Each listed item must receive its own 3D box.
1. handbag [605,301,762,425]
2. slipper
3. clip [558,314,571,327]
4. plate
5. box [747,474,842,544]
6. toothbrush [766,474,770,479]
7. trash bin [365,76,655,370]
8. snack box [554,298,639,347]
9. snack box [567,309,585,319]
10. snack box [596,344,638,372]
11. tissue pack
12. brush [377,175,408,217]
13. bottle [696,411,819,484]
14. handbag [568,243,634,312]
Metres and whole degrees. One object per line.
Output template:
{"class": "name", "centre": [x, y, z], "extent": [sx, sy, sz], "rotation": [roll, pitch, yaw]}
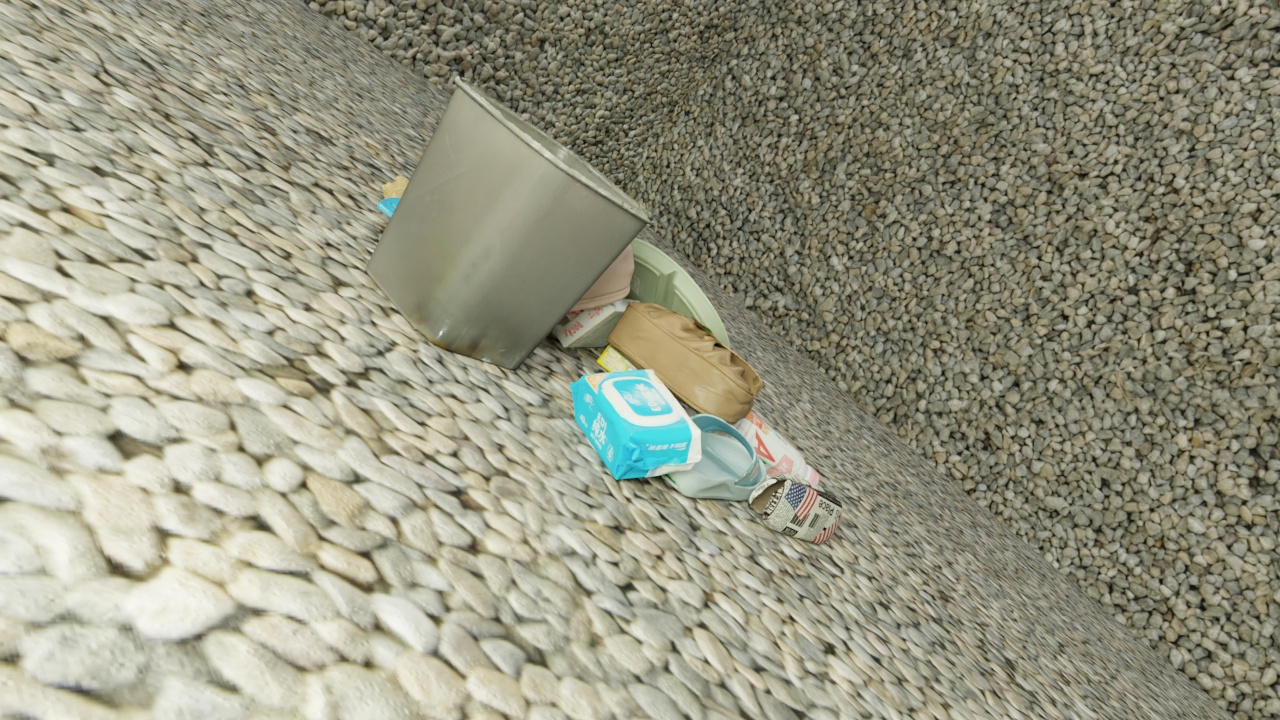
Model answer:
{"class": "handbag", "centre": [0.062, -0.001, 1.171], "extent": [0.204, 0.100, 0.147], "rotation": [38, 7, 27]}
{"class": "slipper", "centre": [0.081, 0.104, 1.048], "extent": [0.104, 0.074, 0.245], "rotation": [41, 13, 24]}
{"class": "clip", "centre": [-0.139, -0.081, 1.249], "extent": [0.076, 0.034, 0.103], "rotation": [26, 23, -51]}
{"class": "plate", "centre": [0.036, -0.073, 1.291], "extent": [0.230, 0.027, 0.230], "rotation": [42, -19, 18]}
{"class": "box", "centre": [0.200, 0.183, 1.109], "extent": [0.163, 0.075, 0.076], "rotation": [29, 19, -46]}
{"class": "toothbrush", "centre": [0.183, 0.167, 1.247], "extent": [0.189, 0.029, 0.020], "rotation": [30, -29, -26]}
{"class": "trash bin", "centre": [-0.141, -0.128, 0.938], "extent": [0.199, 0.220, 0.198], "rotation": [44, 14, 33]}
{"class": "snack box", "centre": [-0.050, -0.051, 1.245], "extent": [0.027, 0.085, 0.156], "rotation": [57, 15, 9]}
{"class": "snack box", "centre": [-0.129, -0.117, 1.299], "extent": [0.156, 0.077, 0.027], "rotation": [38, 11, 6]}
{"class": "snack box", "centre": [-0.008, 0.007, 1.280], "extent": [0.087, 0.034, 0.140], "rotation": [38, 13, 2]}
{"class": "tissue pack", "centre": [-0.006, 0.060, 0.919], "extent": [0.089, 0.063, 0.140], "rotation": [-4, 33, -27]}
{"class": "brush", "centre": [-0.300, -0.198, 1.163], "extent": [0.083, 0.046, 0.254], "rotation": [38, 5, -13]}
{"class": "bottle", "centre": [0.166, 0.121, 1.272], "extent": [0.197, 0.068, 0.068], "rotation": [37, 11, -20]}
{"class": "handbag", "centre": [-0.139, -0.130, 1.179], "extent": [0.193, 0.093, 0.234], "rotation": [-15, 23, -29]}
